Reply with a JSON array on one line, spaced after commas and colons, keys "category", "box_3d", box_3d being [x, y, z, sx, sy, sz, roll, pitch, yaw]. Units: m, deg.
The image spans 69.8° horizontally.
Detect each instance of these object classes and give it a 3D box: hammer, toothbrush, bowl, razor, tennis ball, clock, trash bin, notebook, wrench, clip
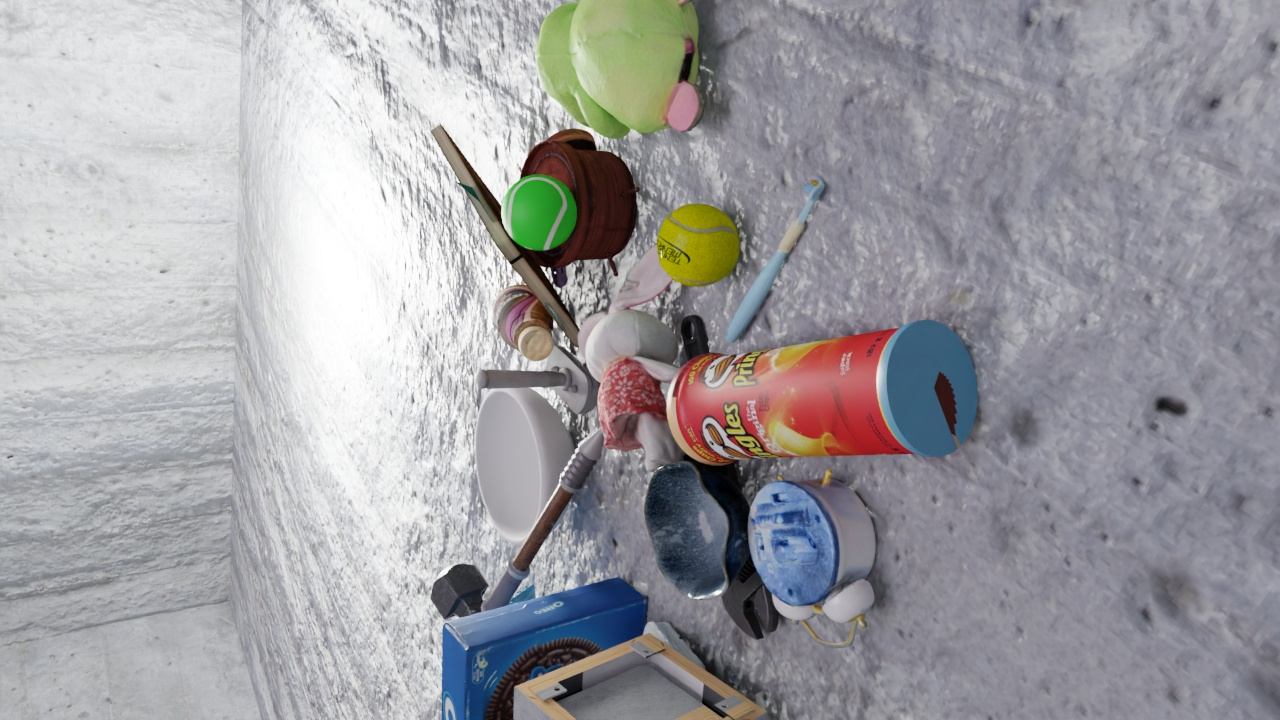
[{"category": "hammer", "box_3d": [-0.106, 0.181, 0.909, 0.156, 0.043, 0.323, 47, 123, 26]}, {"category": "toothbrush", "box_3d": [0.099, -0.071, 0.695, 0.022, 0.016, 0.155, -83, 15, -51]}, {"category": "bowl", "box_3d": [-0.117, 0.111, 1.004, 0.177, 0.066, 0.176, 12, 104, 56]}, {"category": "razor", "box_3d": [-0.113, 0.019, 0.940, 0.088, 0.116, 0.047, 42, 122, 47]}, {"category": "tennis ball", "box_3d": [0.045, -0.092, 0.728, 0.065, 0.065, 0.065, 12, 104, 56]}, {"category": "clock", "box_3d": [0.123, 0.142, 0.653, 0.089, 0.051, 0.125, -18, 79, 56]}, {"category": "trash bin", "box_3d": [-0.007, 0.385, 0.753, 0.143, 0.142, 0.247, 19, 111, 47]}, {"category": "notebook", "box_3d": [-0.137, -0.130, 0.930, 0.249, 0.014, 0.178, 56, -179, 42]}, {"category": "wrench", "box_3d": [0.069, 0.092, 0.763, 0.073, 0.018, 0.273, -31, 67, 55]}, {"category": "clip", "box_3d": [-0.092, -0.104, 0.987, 0.043, 0.014, 0.051, 16, 105, 55]}, {"category": "bowl", "box_3d": [0.053, 0.129, 0.719, 0.110, 0.055, 0.110, 19, 113, 53]}, {"category": "tennis ball", "box_3d": [-0.088, -0.128, 0.796, 0.065, 0.065, 0.065, 12, 104, 56]}, {"category": "clock", "box_3d": [-0.067, -0.156, 0.885, 0.157, 0.072, 0.121, 46, 131, 43]}]

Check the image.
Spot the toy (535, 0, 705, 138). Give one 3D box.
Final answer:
[{"category": "toy", "box_3d": [-0.023, -0.263, 0.783, 0.197, 0.107, 0.150, -167, 77, -64]}]

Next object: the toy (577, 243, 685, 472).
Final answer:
[{"category": "toy", "box_3d": [-0.005, 0.005, 0.786, 0.160, 0.084, 0.194, -51, 39, 36]}]

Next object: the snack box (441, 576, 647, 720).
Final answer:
[{"category": "snack box", "box_3d": [-0.092, 0.345, 0.882, 0.056, 0.195, 0.239, 20, 111, 52]}]

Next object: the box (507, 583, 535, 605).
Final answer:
[{"category": "box", "box_3d": [-0.098, 0.377, 1.043, 0.111, 0.094, 0.231, -19, -76, -80]}]

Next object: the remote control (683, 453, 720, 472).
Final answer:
[{"category": "remote control", "box_3d": [0.043, 0.103, 0.772, 0.047, 0.022, 0.150, 48, 134, 51]}]

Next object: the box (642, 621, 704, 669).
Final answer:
[{"category": "box", "box_3d": [0.044, 0.365, 0.825, 0.191, 0.045, 0.210, 34, 122, 50]}]

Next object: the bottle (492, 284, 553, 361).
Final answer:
[{"category": "bottle", "box_3d": [-0.118, -0.036, 0.950, 0.166, 0.059, 0.060, -130, 43, -69]}]

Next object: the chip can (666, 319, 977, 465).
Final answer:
[{"category": "chip can", "box_3d": [0.112, 0.027, 0.624, 0.214, 0.086, 0.087, -11, 85, 56]}]
